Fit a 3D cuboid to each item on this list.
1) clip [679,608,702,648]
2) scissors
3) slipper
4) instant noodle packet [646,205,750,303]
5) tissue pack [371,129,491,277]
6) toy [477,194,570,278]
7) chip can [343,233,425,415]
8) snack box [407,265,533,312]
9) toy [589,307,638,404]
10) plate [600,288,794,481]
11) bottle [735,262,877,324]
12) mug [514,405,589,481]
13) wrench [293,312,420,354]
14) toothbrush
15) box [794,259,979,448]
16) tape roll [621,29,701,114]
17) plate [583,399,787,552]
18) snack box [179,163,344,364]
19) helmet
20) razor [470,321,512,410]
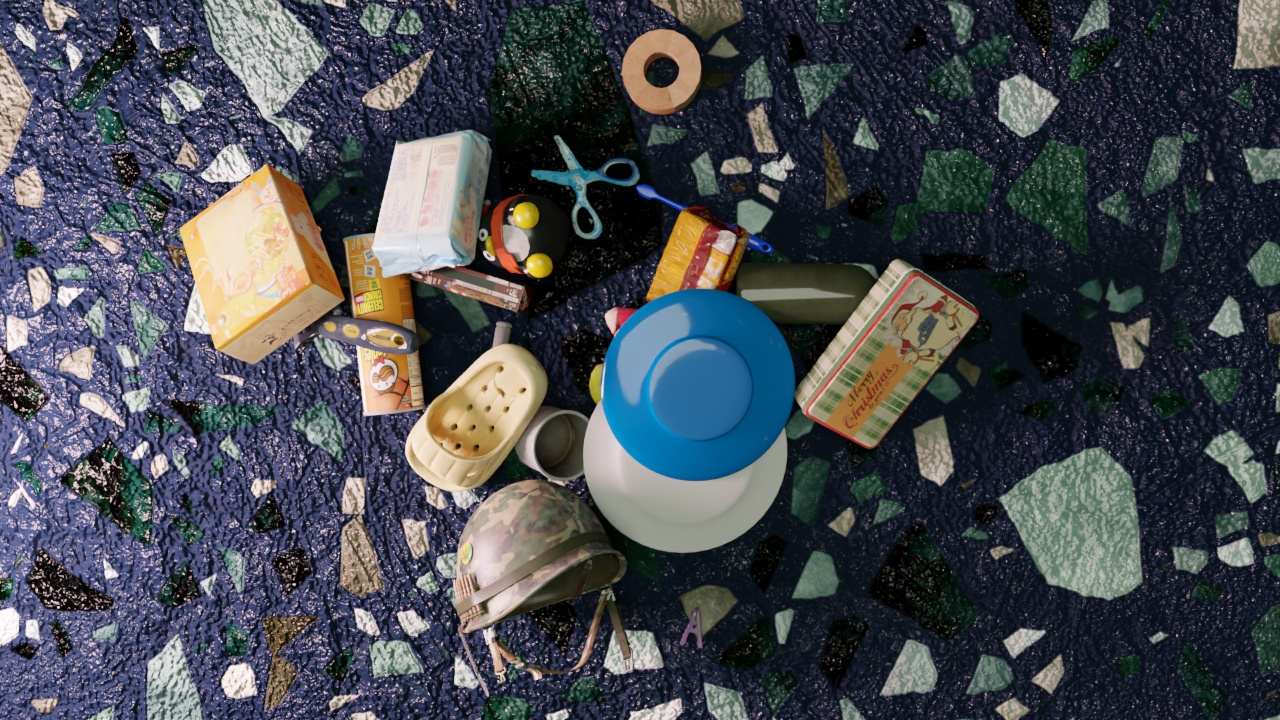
[{"bbox_3d":[0.062,0.336,1.140,0.046,0.014,0.050,-19,94,10],"label":"clip"},{"bbox_3d":[-0.062,-0.221,1.121,0.134,0.012,0.134,-27,89,8],"label":"scissors"},{"bbox_3d":[-0.202,0.084,1.073,0.111,0.079,0.262,42,124,-4],"label":"slipper"},{"bbox_3d":[0.068,-0.109,1.076,0.098,0.039,0.135,32,107,36],"label":"instant noodle packet"},{"bbox_3d":[-0.242,-0.182,1.078,0.112,0.070,0.181,-2,68,19],"label":"tissue pack"},{"bbox_3d":[-0.147,-0.150,1.095,0.119,0.099,0.097,-2,114,29],"label":"toy"},{"bbox_3d":[-0.314,-0.044,1.126,0.075,0.075,0.215,-6,93,6],"label":"chip can"},{"bbox_3d":[-0.207,-0.095,1.124,0.141,0.051,0.032,17,95,5],"label":"snack box"},{"bbox_3d":[-0.007,0.006,1.105,0.105,0.067,0.137,7,102,2],"label":"toy"},{"bbox_3d":[0.067,0.031,1.043,0.224,0.024,0.224,0,99,-3],"label":"plate"},{"bbox_3d":[0.215,-0.077,1.069,0.207,0.071,0.071,1,93,6],"label":"bottle"},{"bbox_3d":[-0.090,0.097,1.106,0.113,0.071,0.084,-4,96,-29],"label":"mug"},{"bbox_3d":[-0.355,-0.039,1.095,0.274,0.022,0.073,10,93,37],"label":"wrench"},{"bbox_3d":[0.077,-0.171,1.108,0.182,0.018,0.016,26,95,1],"label":"toothbrush"},{"bbox_3d":[0.278,-0.004,1.041,0.117,0.050,0.206,29,109,-21],"label":"box"},{"bbox_3d":[0.026,-0.344,1.095,0.094,0.027,0.094,0,93,6],"label":"tape roll"},{"bbox_3d":[0.054,0.113,1.079,0.242,0.016,0.242,-1,100,-3],"label":"plate"},{"bbox_3d":[-0.453,-0.115,1.110,0.145,0.080,0.195,-33,64,9],"label":"snack box"},{"bbox_3d":[-0.117,0.264,1.062,0.236,0.192,0.225,54,125,26],"label":"helmet"},{"bbox_3d":[-0.178,0.009,1.135,0.088,0.047,0.116,9,87,6],"label":"razor"}]
